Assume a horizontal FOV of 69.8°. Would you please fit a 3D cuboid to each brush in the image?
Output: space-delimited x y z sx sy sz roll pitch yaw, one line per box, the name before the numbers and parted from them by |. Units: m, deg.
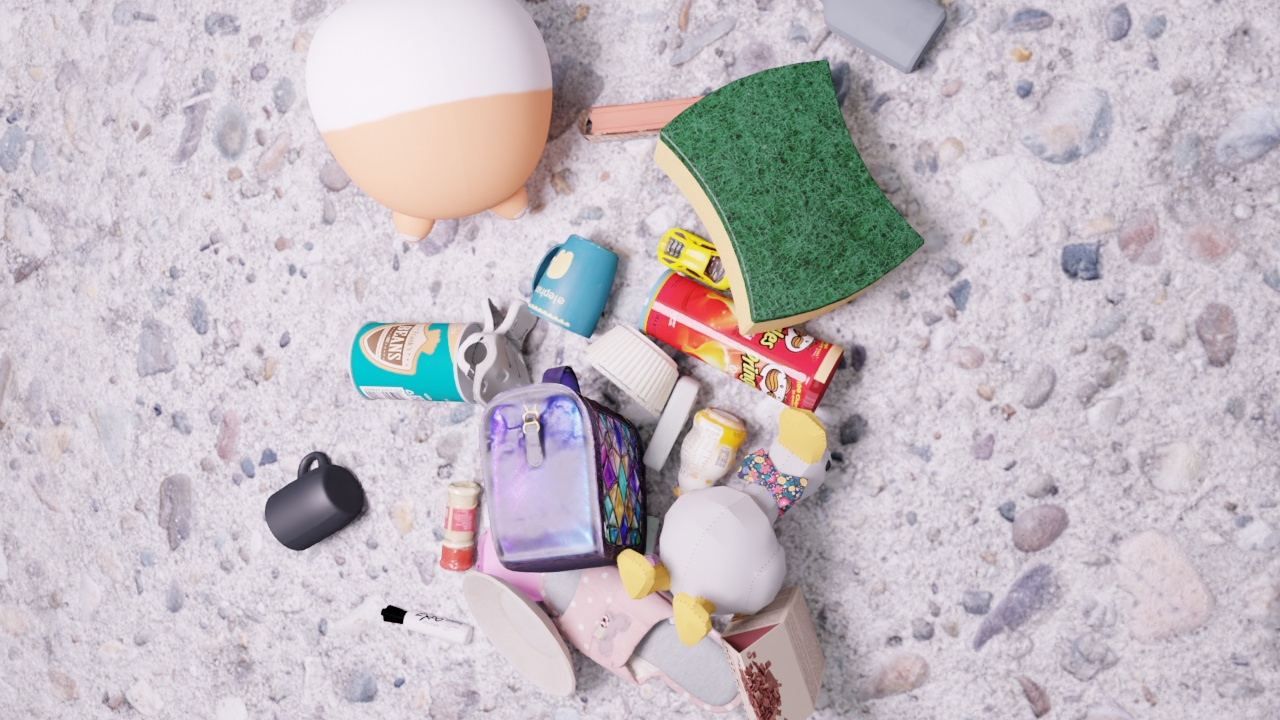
brush | 0.150 -0.170 0.959 0.195 0.075 0.250 -25 83 -9

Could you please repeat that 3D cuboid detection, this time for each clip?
clip | -0.171 -0.003 1.090 0.082 0.125 0.147 -3 68 11

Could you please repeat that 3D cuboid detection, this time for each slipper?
slipper | -0.001 0.308 1.043 0.274 0.054 0.114 27 99 17

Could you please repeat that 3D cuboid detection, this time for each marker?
marker | -0.277 0.339 1.182 0.126 0.025 0.025 10 96 16

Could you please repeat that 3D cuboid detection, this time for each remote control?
remote control | 0.037 0.072 1.055 0.028 0.060 0.114 25 96 5

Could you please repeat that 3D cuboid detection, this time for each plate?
plate | -0.139 0.320 1.095 0.189 0.027 0.189 30 140 28

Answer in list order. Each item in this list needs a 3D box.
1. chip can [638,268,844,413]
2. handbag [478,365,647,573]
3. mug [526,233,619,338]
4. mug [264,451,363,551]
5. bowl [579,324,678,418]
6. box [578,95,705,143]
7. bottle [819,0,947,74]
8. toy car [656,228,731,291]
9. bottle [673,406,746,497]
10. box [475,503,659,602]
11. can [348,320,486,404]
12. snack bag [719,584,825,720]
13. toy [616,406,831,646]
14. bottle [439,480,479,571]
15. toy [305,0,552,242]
chip can | 0.110 -0.021 1.016 0.213 0.087 0.087 27 100 15
handbag | -0.078 0.115 1.001 0.126 0.205 0.221 -10 75 14
mug | -0.084 -0.095 1.080 0.112 0.084 0.104 29 95 42
mug | -0.423 0.173 1.194 0.095 0.085 0.121 -30 55 15
bowl | -0.006 0.006 1.045 0.115 0.115 0.062 39 87 11
box | 0.016 -0.279 1.053 0.187 0.053 0.058 -2 124 18
bottle | 0.238 -0.376 0.979 0.161 0.046 0.072 35 102 12
toy car | 0.071 -0.115 1.052 0.107 0.030 0.049 24 98 13
bottle | 0.075 0.110 1.044 0.063 0.063 0.108 27 100 14
box | -0.088 0.219 1.113 0.231 0.035 0.159 6 96 16
can | -0.266 0.002 1.122 0.144 0.099 0.099 1 93 17
snack bag | 0.137 0.317 0.962 0.070 0.206 0.094 -20 87 16
toy | 0.105 0.185 0.980 0.141 0.266 0.247 35 141 29
bottle | -0.227 0.207 1.151 0.044 0.044 0.109 8 94 16
toy | -0.226 -0.282 1.021 0.262 0.266 0.281 -15 109 -14
